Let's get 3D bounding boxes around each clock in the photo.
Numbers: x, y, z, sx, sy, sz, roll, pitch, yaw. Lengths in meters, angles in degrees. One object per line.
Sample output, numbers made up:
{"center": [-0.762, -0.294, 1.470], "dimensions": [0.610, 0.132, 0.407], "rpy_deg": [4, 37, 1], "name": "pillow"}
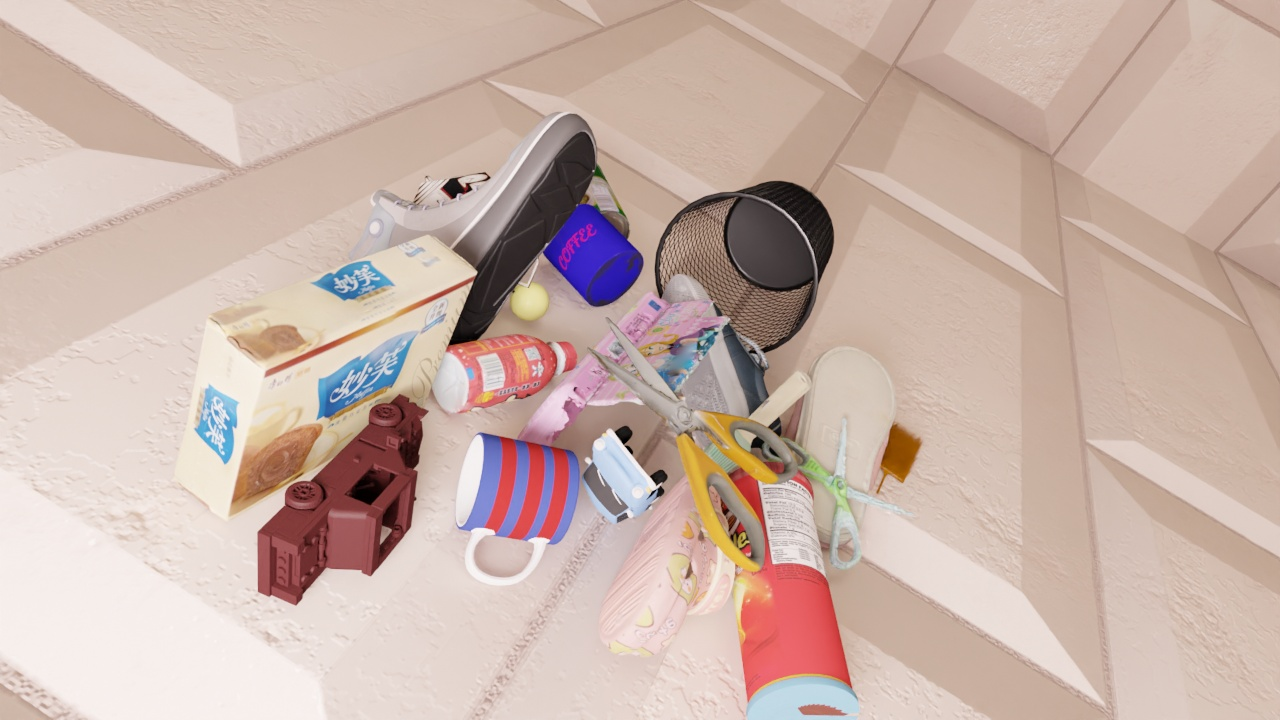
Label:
{"center": [-0.164, -0.120, 0.902], "dimensions": [0.155, 0.115, 0.064], "rpy_deg": [25, 30, 26], "name": "clock"}

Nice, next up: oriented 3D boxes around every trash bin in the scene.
{"center": [0.139, -0.125, 1.092], "dimensions": [0.184, 0.184, 0.209], "rpy_deg": [34, 29, 8], "name": "trash bin"}

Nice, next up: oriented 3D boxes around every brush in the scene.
{"center": [0.116, 0.053, 0.867], "dimensions": [0.033, 0.012, 0.217], "rpy_deg": [52, 38, 4], "name": "brush"}
{"center": [0.281, 0.109, 1.019], "dimensions": [0.048, 0.017, 0.126], "rpy_deg": [35, 34, 9], "name": "brush"}

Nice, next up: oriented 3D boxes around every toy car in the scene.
{"center": [-0.194, 0.095, 0.644], "dimensions": [0.062, 0.070, 0.169], "rpy_deg": [21, 33, 8], "name": "toy car"}
{"center": [-0.016, 0.096, 0.729], "dimensions": [0.054, 0.153, 0.056], "rpy_deg": [-37, 78, -10], "name": "toy car"}

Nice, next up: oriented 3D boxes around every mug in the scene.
{"center": [-0.047, -0.113, 1.030], "dimensions": [0.083, 0.079, 0.111], "rpy_deg": [47, 10, 25], "name": "mug"}
{"center": [-0.096, 0.116, 0.700], "dimensions": [0.076, 0.075, 0.111], "rpy_deg": [14, 63, -21], "name": "mug"}

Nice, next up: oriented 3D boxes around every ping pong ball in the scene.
{"center": [-0.113, -0.060, 0.935], "dimensions": [0.040, 0.040, 0.040], "rpy_deg": [19, 35, -14], "name": "ping pong ball"}

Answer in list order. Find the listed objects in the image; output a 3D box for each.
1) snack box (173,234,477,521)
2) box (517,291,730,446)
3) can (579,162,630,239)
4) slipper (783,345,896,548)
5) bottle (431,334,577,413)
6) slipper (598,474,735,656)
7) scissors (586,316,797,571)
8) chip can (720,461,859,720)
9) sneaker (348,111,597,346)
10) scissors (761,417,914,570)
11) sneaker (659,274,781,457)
{"center": [-0.222, 0.007, 0.666], "dimensions": [0.055, 0.154, 0.206], "rpy_deg": [38, 35, 12], "name": "snack box"}
{"center": [-0.011, -0.005, 0.841], "dimensions": [0.062, 0.161, 0.229], "rpy_deg": [58, 32, -12], "name": "box"}
{"center": [-0.062, -0.188, 1.115], "dimensions": [0.067, 0.067, 0.120], "rpy_deg": [5, 41, -31], "name": "can"}
{"center": [0.203, 0.086, 0.958], "dimensions": [0.114, 0.055, 0.273], "rpy_deg": [32, 46, -2], "name": "slipper"}
{"center": [-0.117, 0.007, 0.826], "dimensions": [0.137, 0.062, 0.062], "rpy_deg": [-12, 51, -44], "name": "bottle"}
{"center": [0.037, 0.160, 0.718], "dimensions": [0.081, 0.093, 0.196], "rpy_deg": [38, 33, -3], "name": "slipper"}
{"center": [0.049, 0.051, 0.721], "dimensions": [0.225, 0.016, 0.174], "rpy_deg": [57, 42, -3], "name": "scissors"}
{"center": [0.113, 0.186, 0.737], "dimensions": [0.087, 0.087, 0.213], "rpy_deg": [18, 36, -16], "name": "chip can"}
{"center": [-0.160, -0.138, 0.814], "dimensions": [0.160, 0.257, 0.093], "rpy_deg": [43, 19, 18], "name": "sneaker"}
{"center": [0.189, 0.122, 0.879], "dimensions": [0.171, 0.021, 0.172], "rpy_deg": [23, 45, -9], "name": "scissors"}
{"center": [0.085, 0.002, 0.956], "dimensions": [0.087, 0.089, 0.235], "rpy_deg": [5, 47, -28], "name": "sneaker"}
